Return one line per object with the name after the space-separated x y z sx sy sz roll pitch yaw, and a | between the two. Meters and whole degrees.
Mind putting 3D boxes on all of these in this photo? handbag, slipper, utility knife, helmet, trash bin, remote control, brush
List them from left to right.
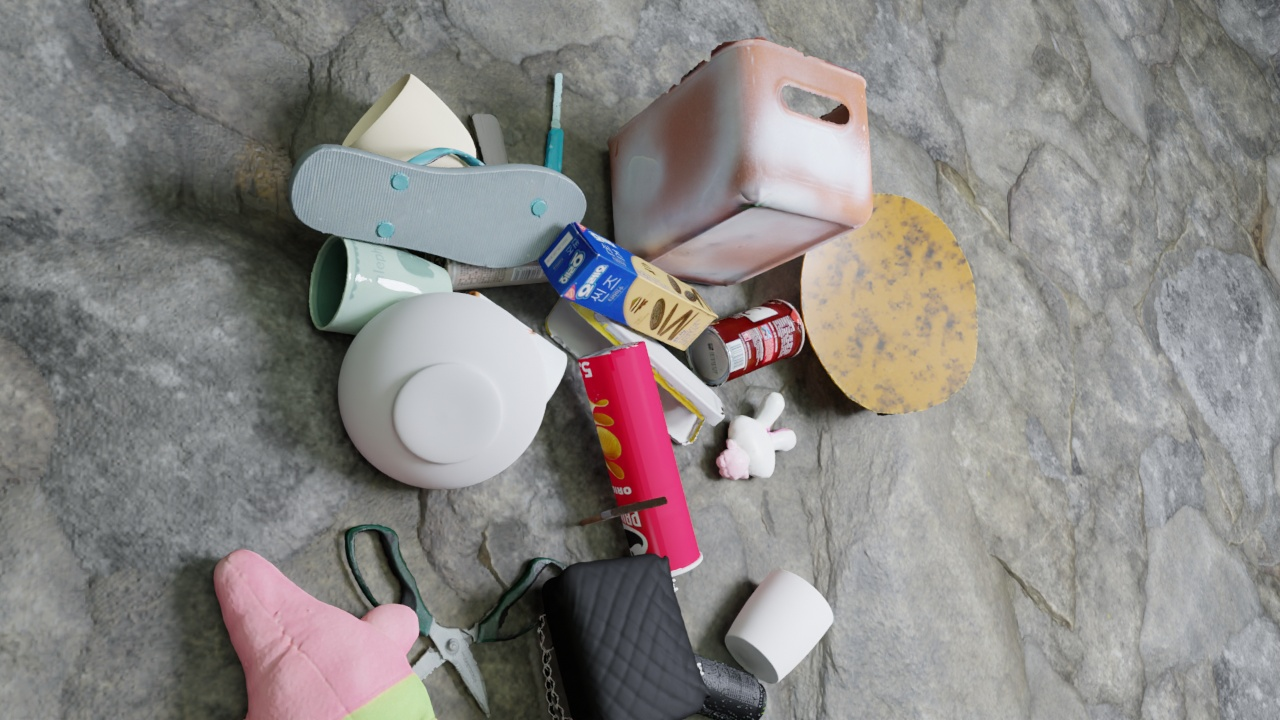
-0.175 -0.136 0.805 0.268 0.055 0.098 -2 119 -36 | slipper
-0.146 -0.188 0.938 0.033 0.013 0.136 -10 79 -36 | remote control
-0.090 -0.234 0.987 0.022 0.015 0.176 15 69 -30 | utility knife
-0.025 0.140 0.835 0.045 0.143 0.008 -9 79 -27 | brush
-0.017 0.258 0.820 0.125 0.115 0.153 -8 66 -28 | handbag
0.098 -0.186 0.946 0.181 0.260 0.157 6 74 -32 | trash bin
0.281 -0.064 1.107 0.205 0.131 0.255 -16 90 -5 | helmet

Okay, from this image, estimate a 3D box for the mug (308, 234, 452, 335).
-0.230 -0.071 0.813 0.104 0.084 0.111 8 42 -40 | mug

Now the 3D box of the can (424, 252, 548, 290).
-0.136 -0.099 0.891 0.135 0.054 0.054 -9 81 -35 | can

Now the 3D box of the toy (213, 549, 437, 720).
-0.249 0.244 0.693 0.191 0.097 0.236 -33 80 -33 | toy

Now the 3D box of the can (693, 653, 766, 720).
0.057 0.314 0.890 0.137 0.054 0.053 27 62 -24 | can

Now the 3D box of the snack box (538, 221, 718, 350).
-0.008 -0.069 0.912 0.206 0.056 0.057 22 28 -50 | snack box

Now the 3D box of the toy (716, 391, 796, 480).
0.127 0.091 1.017 0.122 0.038 0.079 -34 107 -36 | toy

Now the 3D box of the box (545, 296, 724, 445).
-0.001 0.000 0.956 0.210 0.070 0.067 41 37 -17 | box

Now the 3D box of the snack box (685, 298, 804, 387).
0.116 -0.020 1.024 0.121 0.072 0.072 -20 87 -35 | snack box

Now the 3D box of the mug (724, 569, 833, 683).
0.144 0.287 0.951 0.087 0.081 0.114 -42 131 -29 | mug

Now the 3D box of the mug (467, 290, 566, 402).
-0.133 -0.002 0.846 0.105 0.082 0.082 35 59 -21 | mug

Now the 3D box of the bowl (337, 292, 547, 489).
-0.163 0.035 0.769 0.176 0.066 0.177 -4 109 -13 | bowl

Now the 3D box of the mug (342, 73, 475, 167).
-0.208 -0.200 0.857 0.099 0.096 0.120 43 14 -28 | mug

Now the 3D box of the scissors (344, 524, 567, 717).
-0.155 0.205 0.809 0.202 0.015 0.201 -31 94 -37 | scissors

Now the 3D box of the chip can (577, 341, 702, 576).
-0.001 0.095 0.887 0.069 0.069 0.220 -18 96 -36 | chip can
